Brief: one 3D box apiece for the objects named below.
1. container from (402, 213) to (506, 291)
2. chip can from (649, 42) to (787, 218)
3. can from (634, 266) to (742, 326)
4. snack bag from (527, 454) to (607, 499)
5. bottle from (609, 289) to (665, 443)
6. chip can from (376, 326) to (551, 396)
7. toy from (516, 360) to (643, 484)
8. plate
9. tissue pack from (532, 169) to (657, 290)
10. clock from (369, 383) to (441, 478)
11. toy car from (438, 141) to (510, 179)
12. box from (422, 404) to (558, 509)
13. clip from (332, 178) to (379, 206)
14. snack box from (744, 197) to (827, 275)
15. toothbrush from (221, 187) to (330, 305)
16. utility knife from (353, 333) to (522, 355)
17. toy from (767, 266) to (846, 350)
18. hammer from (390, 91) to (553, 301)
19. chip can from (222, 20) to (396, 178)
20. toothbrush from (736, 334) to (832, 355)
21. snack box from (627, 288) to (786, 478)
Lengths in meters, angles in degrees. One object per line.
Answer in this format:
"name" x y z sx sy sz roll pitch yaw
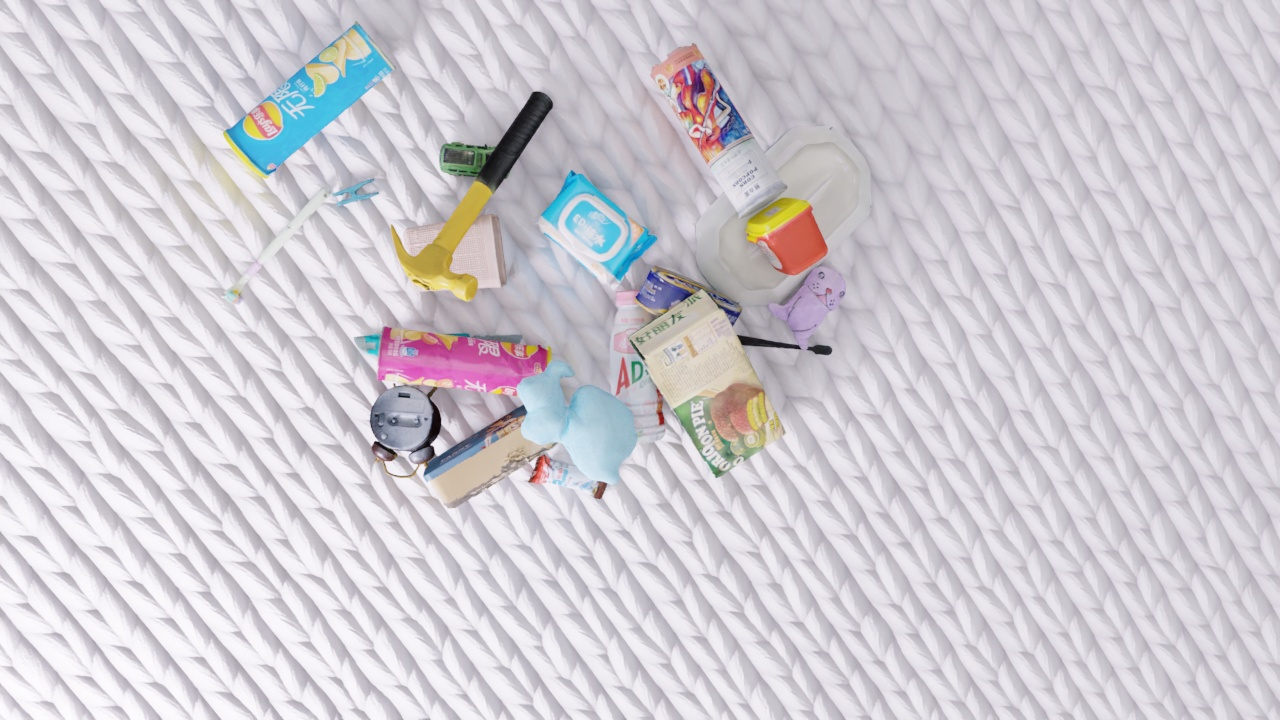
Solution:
"container" -0.230 -0.131 1.143 0.111 0.090 0.090 -7 98 -2
"chip can" 0.097 -0.286 1.145 0.071 0.071 0.214 -32 88 -1
"can" 0.063 -0.072 1.167 0.148 0.074 0.049 18 107 -36
"snack bag" -0.094 0.155 1.224 0.104 0.026 0.048 18 107 -7
"bottle" -0.007 0.007 1.194 0.068 0.068 0.197 -5 95 -5
"chip can" -0.222 0.004 1.159 0.210 0.071 0.071 7 96 -12
"toy" -0.071 0.077 1.137 0.156 0.050 0.161 -6 87 -15
"plate" 0.192 -0.188 1.204 0.266 0.034 0.162 -43 99 1
"tissue pack" -0.059 -0.166 1.167 0.140 0.063 0.090 39 92 -9
"clock" -0.298 0.088 1.165 0.082 0.055 0.121 4 78 4
"toy car" -0.208 -0.251 1.156 0.091 0.036 0.043 3 96 -10
"box" -0.195 0.122 1.177 0.184 0.090 0.061 -29 100 -7
"clip" -0.358 -0.210 1.156 0.056 0.014 0.042 -21 98 -2
"snack box" 0.183 -0.153 1.145 0.082 0.091 0.080 -34 106 -1
"toothbrush" -0.454 -0.145 1.153 0.189 0.029 0.020 -48 59 0
"utility knife" -0.261 -0.023 1.190 0.216 0.013 0.029 -3 101 -6
"toy" 0.227 -0.079 1.217 0.108 0.039 0.084 -46 108 -3
"hammer" -0.189 -0.208 1.099 0.129 0.033 0.300 22 66 15
"chip can" -0.398 -0.314 1.109 0.210 0.071 0.071 -40 99 0
"toothbrush" 0.168 -0.023 1.234 0.181 0.018 0.015 7 91 -5
"snack box" 0.088 0.034 1.156 0.114 0.063 0.240 -33 129 -1
